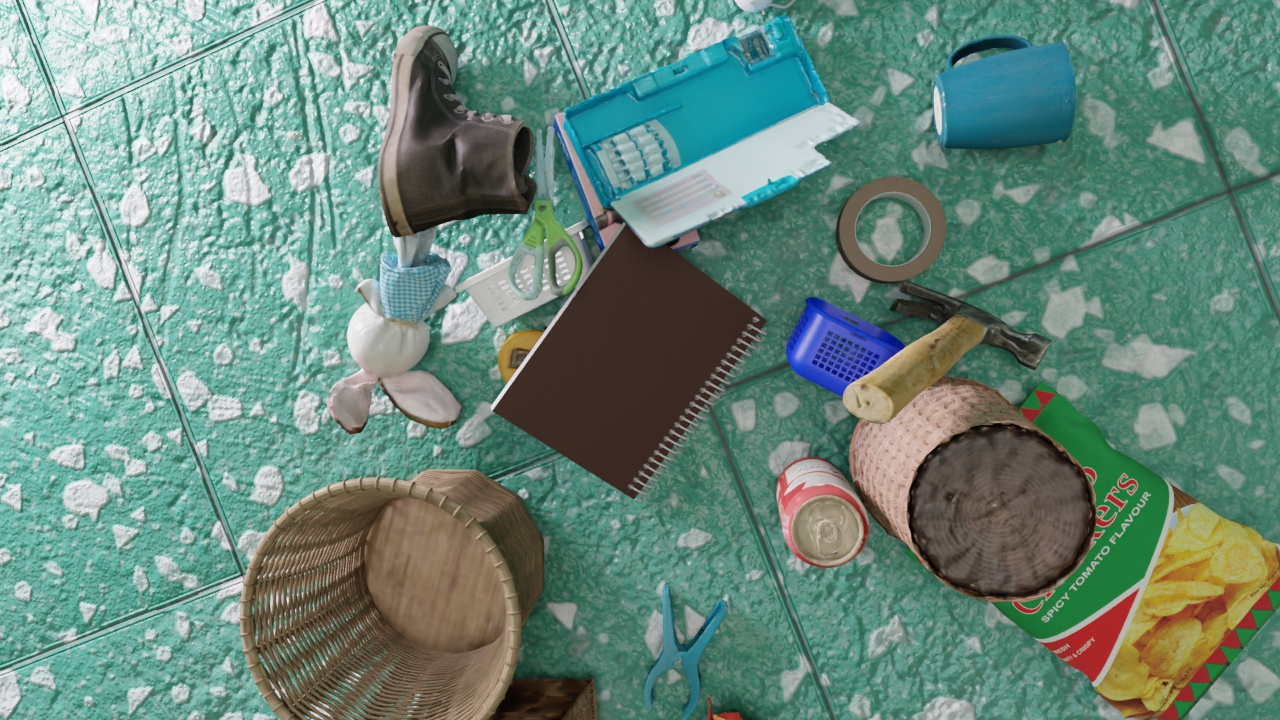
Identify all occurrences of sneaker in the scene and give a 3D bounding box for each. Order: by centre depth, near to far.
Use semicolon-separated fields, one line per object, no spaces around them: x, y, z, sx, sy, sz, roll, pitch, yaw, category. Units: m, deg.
-0.154;-0.210;0.806;0.120;0.095;0.234;-5;50;0;sneaker

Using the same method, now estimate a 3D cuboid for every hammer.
0.222;-0.006;0.698;0.132;0.329;0.033;31;115;22;hammer

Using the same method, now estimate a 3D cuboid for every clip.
0.023;0.276;0.871;0.113;0.028;0.127;5;92;8;clip

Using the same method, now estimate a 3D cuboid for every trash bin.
0.243;0.089;0.698;0.151;0.210;0.151;0;91;9;trash bin

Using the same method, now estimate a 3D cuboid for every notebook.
-0.005;0.005;0.836;0.171;0.022;0.209;35;96;-19;notebook

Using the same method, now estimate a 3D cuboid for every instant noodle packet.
0.395;0.171;0.791;0.253;0.090;0.196;38;97;16;instant noodle packet

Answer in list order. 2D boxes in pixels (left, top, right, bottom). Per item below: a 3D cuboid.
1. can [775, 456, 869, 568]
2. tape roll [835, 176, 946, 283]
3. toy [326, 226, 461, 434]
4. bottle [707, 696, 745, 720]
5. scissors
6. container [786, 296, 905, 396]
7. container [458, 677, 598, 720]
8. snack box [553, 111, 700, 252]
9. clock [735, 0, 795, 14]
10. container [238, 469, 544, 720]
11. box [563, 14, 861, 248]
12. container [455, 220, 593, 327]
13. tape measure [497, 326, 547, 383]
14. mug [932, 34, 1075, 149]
0.151;0.126;0.778;0.067;0.170;0.067;0;93;7;can
0.226;-0.117;0.832;0.094;0.030;0.093;0;92;6;tape roll
-0.232;-0.043;0.844;0.106;0.130;0.206;29;115;43;toy
0.083;0.367;0.825;0.099;0.111;0.099;3;102;13;bottle
-0.080;-0.133;0.804;0.072;0.033;0.175;-7;72;17;scissors
0.176;-0.008;0.801;0.096;0.114;0.058;27;103;4;container
-0.111;0.364;0.801;0.114;0.198;0.112;-4;92;14;container
-0.014;-0.164;0.844;0.088;0.033;0.154;-20;90;-11;snack box
0.100;-0.373;0.830;0.124;0.044;0.087;45;96;4;clock
-0.195;0.202;0.805;0.227;0.196;0.227;0;92;6;container
0.068;-0.192;0.802;0.227;0.074;0.180;-26;66;-9;box
-0.098;-0.078;0.847;0.129;0.080;0.049;-26;100;6;container
-0.105;0.000;0.873;0.059;0.030;0.068;7;92;4;tape measure
0.310;-0.237;0.802;0.104;0.084;0.112;-7;63;12;mug
